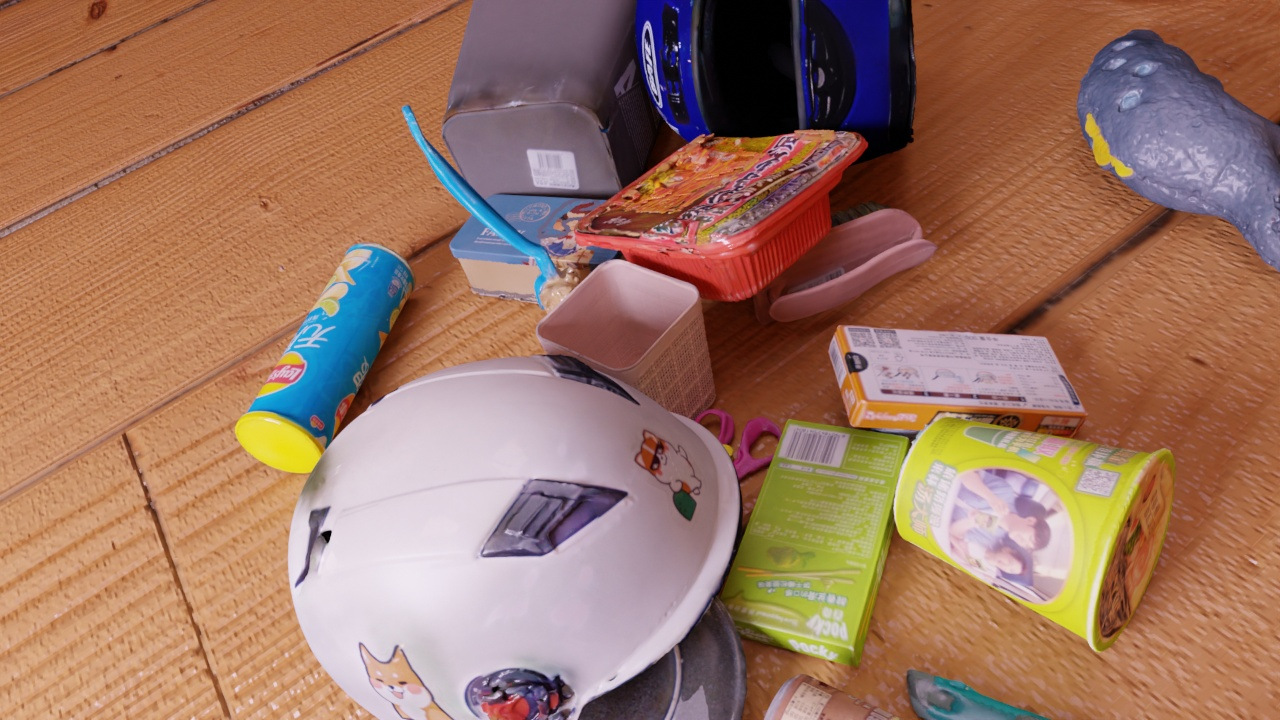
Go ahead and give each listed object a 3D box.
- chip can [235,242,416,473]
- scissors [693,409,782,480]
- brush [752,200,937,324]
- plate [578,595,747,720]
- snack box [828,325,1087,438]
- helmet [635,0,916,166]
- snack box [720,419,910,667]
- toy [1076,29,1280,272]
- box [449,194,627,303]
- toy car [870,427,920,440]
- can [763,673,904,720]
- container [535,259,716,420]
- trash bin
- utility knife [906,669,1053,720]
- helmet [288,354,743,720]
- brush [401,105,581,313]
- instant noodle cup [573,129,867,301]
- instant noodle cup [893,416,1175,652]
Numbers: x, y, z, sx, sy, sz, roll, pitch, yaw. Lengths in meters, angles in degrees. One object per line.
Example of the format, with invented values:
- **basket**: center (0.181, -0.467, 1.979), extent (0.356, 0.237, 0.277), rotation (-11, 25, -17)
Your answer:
- **chip can**: center (-0.262, -0.008, 0.784), extent (0.071, 0.071, 0.209), rotation (0, 47, 18)
- **scissors**: center (0.062, 0.091, 0.626), extent (0.074, 0.017, 0.137), rotation (6, 53, 11)
- **brush**: center (0.156, -0.077, 0.724), extent (0.145, 0.063, 0.073), rotation (-21, 40, -5)
- **plate**: center (-0.027, 0.189, 0.529), extent (0.180, 0.024, 0.179), rotation (-15, 45, 15)
- **snack box**: center (0.208, 0.013, 0.608), extent (0.153, 0.026, 0.075), rotation (3, 44, -7)
- **helmet**: center (0.114, -0.284, 0.793), extent (0.241, 0.248, 0.314), rotation (-2, 34, 17)
- **snack box**: center (0.113, 0.108, 0.580), extent (0.086, 0.026, 0.156), rotation (7, 49, 25)
- **toy**: center (0.427, -0.187, 0.734), extent (0.137, 0.092, 0.355), rotation (8, 45, -13)
- **box**: center (-0.083, -0.100, 0.825), extent (0.184, 0.061, 0.089), rotation (7, 49, 22)
- **toy car**: center (0.174, 0.018, 0.640), extent (0.043, 0.034, 0.090), rotation (4, 45, 0)
- **can**: center (0.120, 0.207, 0.458), extent (0.116, 0.058, 0.058), rotation (17, 54, 31)
- **container**: center (-0.004, 0.004, 0.660), extent (0.090, 0.111, 0.089), rotation (23, 57, 34)
- **trash bin**: center (-0.075, -0.258, 0.893), extent (0.199, 0.199, 0.219), rotation (-2, 53, 16)
- **utility knife**: center (0.223, 0.198, 0.466), extent (0.182, 0.013, 0.029), rotation (12, 53, 28)
- **helmet**: center (-0.096, 0.088, 0.529), extent (0.275, 0.157, 0.229), rotation (-24, 37, 29)
- **brush**: center (-0.093, -0.086, 0.689), extent (0.046, 0.254, 0.083), rotation (-38, 33, 3)
- **instant noodle cup**: center (0.059, -0.107, 0.682), extent (0.164, 0.079, 0.189), rotation (-39, 32, -28)
- **instant noodle cup**: center (0.216, 0.085, 0.519), extent (0.123, 0.112, 0.111), rotation (20, 55, 41)
